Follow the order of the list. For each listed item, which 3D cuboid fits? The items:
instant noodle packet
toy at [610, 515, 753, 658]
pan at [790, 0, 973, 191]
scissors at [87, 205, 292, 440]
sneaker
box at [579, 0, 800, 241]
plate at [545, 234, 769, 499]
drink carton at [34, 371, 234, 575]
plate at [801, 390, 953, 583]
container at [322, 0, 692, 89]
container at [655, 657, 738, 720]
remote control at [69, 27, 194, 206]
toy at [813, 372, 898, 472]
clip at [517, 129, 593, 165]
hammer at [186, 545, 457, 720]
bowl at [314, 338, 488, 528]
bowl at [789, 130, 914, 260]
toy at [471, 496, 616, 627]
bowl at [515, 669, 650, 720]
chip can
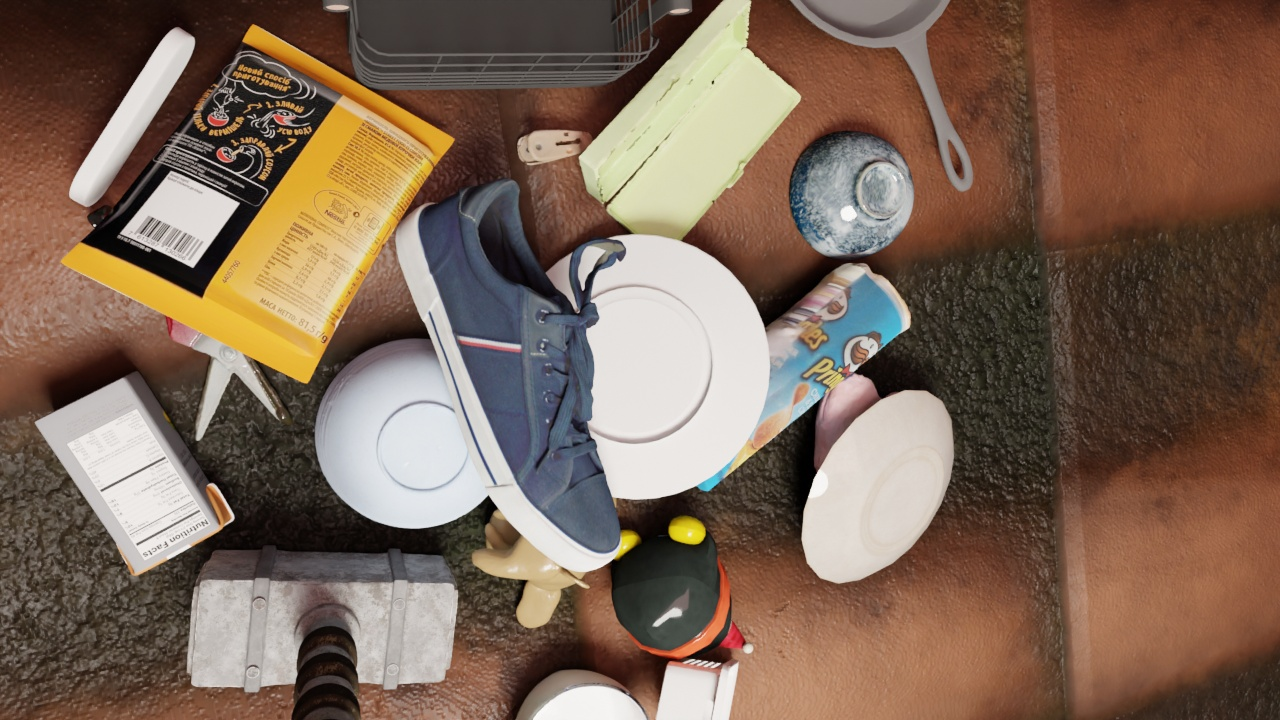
[{"bbox_3d":[-0.246,-0.113,0.625,0.160,0.032,0.220,28,63,-11],"label":"instant noodle packet"},{"bbox_3d":[0.032,0.198,0.757,0.098,0.099,0.119,-18,135,26],"label":"toy"},{"bbox_3d":[0.218,-0.312,0.800,0.216,0.024,0.354,-29,103,-13],"label":"pan"},{"bbox_3d":[-0.295,-0.048,0.663,0.179,0.015,0.199,-42,107,-10],"label":"scissors"},{"bbox_3d":[-0.061,0.003,0.657,0.127,0.120,0.294,-24,88,27],"label":"sneaker"},{"bbox_3d":[0.036,-0.190,0.742,0.188,0.064,0.130,-51,128,-7],"label":"box"},{"bbox_3d":[-0.004,0.004,0.717,0.209,0.015,0.208,0,88,7],"label":"plate"},{"bbox_3d":[-0.350,0.078,0.639,0.076,0.048,0.125,-30,104,-13],"label":"drink carton"},{"bbox_3d":[0.220,0.117,0.804,0.188,0.027,0.189,-16,120,-30],"label":"plate"},{"bbox_3d":[-0.101,-0.285,0.642,0.241,0.130,0.163,-6,97,-18],"label":"container"},{"bbox_3d":[0.046,0.283,0.752,0.049,0.129,0.080,10,76,12],"label":"container"},{"bbox_3d":[-0.343,-0.165,0.621,0.013,0.043,0.136,31,85,-18],"label":"remote control"},{"bbox_3d":[0.201,0.064,0.820,0.105,0.053,0.108,0,100,-28],"label":"toy"},{"bbox_3d":[-0.065,-0.169,0.714,0.060,0.041,0.024,-13,101,-11],"label":"clip"},{"bbox_3d":[-0.190,0.195,0.557,0.176,0.326,0.079,6,93,-19],"label":"hammer"},{"bbox_3d":[-0.164,0.060,0.685,0.150,0.075,0.150,-2,96,-17],"label":"bowl"},{"bbox_3d":[0.193,-0.143,0.790,0.114,0.061,0.114,-2,97,-19],"label":"bowl"},{"bbox_3d":[-0.078,0.144,0.711,0.106,0.108,0.134,30,85,9],"label":"toy"},{"bbox_3d":[-0.053,0.306,0.751,0.116,0.066,0.116,-2,96,-18],"label":"bowl"},{"bbox_3d":[0.118,0.010,0.774,0.229,0.080,0.080,-38,105,-11],"label":"chip can"}]
